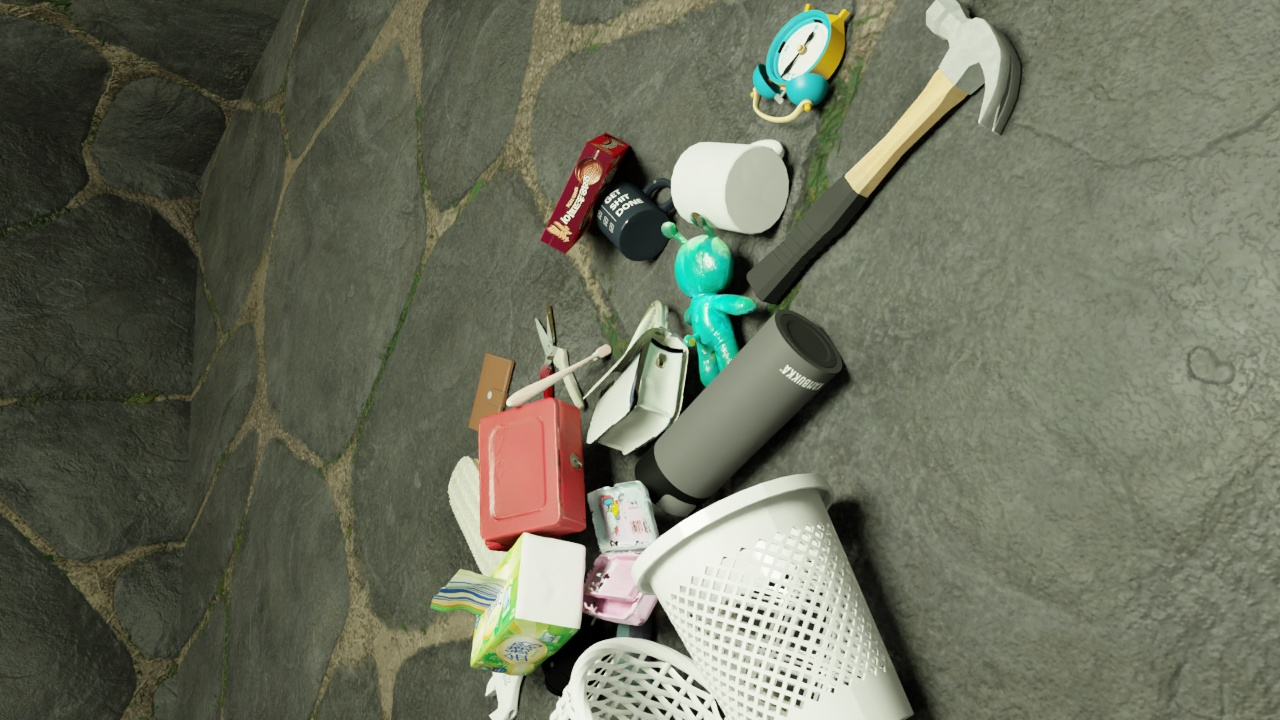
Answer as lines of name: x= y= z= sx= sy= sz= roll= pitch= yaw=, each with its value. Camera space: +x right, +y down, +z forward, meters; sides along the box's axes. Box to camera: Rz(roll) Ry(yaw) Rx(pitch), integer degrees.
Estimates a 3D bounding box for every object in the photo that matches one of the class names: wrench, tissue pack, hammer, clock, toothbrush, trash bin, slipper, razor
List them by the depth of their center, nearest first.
trash bin: x=0.121 y=0.233 z=0.780 sx=0.196 sy=0.195 sz=0.199 roll=-46 pitch=57 yaw=34
hammer: x=0.217 y=-0.178 z=0.877 sx=0.329 sy=0.039 sz=0.131 roll=-49 pitch=47 yaw=33
clock: x=0.168 y=-0.314 z=0.974 sx=0.099 sy=0.043 sz=0.130 roll=36 pitch=102 yaw=50
razor: x=-0.004 y=0.309 z=1.018 sx=0.047 sy=0.052 sz=0.142 roll=-30 pitch=48 yaw=45
tissue pack: x=-0.162 y=0.278 z=1.054 sx=0.198 sy=0.141 sz=0.120 roll=122 pitch=155 yaw=-43
clock: x=-0.079 y=0.360 z=1.093 sx=0.091 sy=0.042 sz=0.120 roll=-9 pitch=73 yaw=50
toothbrush: x=-0.099 y=0.019 z=1.123 sx=0.018 sy=0.180 sz=0.015 roll=-33 pitch=88 yaw=46
wrench: x=-0.136 y=0.360 z=1.188 sx=0.066 sy=0.018 sz=0.274 roll=49 pitch=117 yaw=46
slipper: x=-0.191 y=0.226 z=1.266 sx=0.263 sy=0.052 sz=0.115 roll=43 pitch=111 yaw=44

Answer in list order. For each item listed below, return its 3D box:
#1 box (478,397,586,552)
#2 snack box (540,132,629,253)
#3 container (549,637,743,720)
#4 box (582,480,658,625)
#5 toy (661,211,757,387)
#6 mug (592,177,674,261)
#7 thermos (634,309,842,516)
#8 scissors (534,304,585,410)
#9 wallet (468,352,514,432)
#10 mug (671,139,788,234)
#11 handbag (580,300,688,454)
box: x=-0.113 y=0.144 z=1.104 sx=0.171 sy=0.156 sz=0.156 roll=-26 pitch=61 yaw=46
snack box: x=-0.069 y=-0.218 z=1.178 sx=0.133 sy=0.036 sz=0.151 roll=-61 pitch=3 yaw=20
container: x=-0.015 y=0.402 z=0.884 sx=0.189 sy=0.189 sz=0.187 roll=49 pitch=119 yaw=46
box: x=-0.019 y=0.213 z=1.005 sx=0.202 sy=0.066 sz=0.153 roll=150 pitch=131 yaw=-68
toy: x=0.069 y=-0.065 z=0.991 sx=0.131 sy=0.072 sz=0.193 roll=-17 pitch=82 yaw=60
mug: x=0.002 y=-0.183 z=1.132 sx=0.105 sy=0.071 sz=0.077 roll=-41 pitch=45 yaw=2
thermos: x=0.092 y=0.060 z=0.930 sx=0.241 sy=0.082 sz=0.082 roll=-50 pitch=46 yaw=31
scissors: x=-0.117 y=0.018 z=1.261 sx=0.179 sy=0.015 sz=0.185 roll=20 pitch=96 yaw=53
wallet: x=-0.228 y=0.052 z=1.391 sx=0.087 sy=0.013 sz=0.121 roll=15 pitch=92 yaw=52
mug: x=0.105 y=-0.197 z=0.991 sx=0.121 sy=0.091 sz=0.090 roll=-48 pitch=35 yaw=-15
handbag: x=-0.006 y=0.006 z=1.055 sx=0.152 sy=0.074 sz=0.175 roll=139 pitch=147 yaw=-59
